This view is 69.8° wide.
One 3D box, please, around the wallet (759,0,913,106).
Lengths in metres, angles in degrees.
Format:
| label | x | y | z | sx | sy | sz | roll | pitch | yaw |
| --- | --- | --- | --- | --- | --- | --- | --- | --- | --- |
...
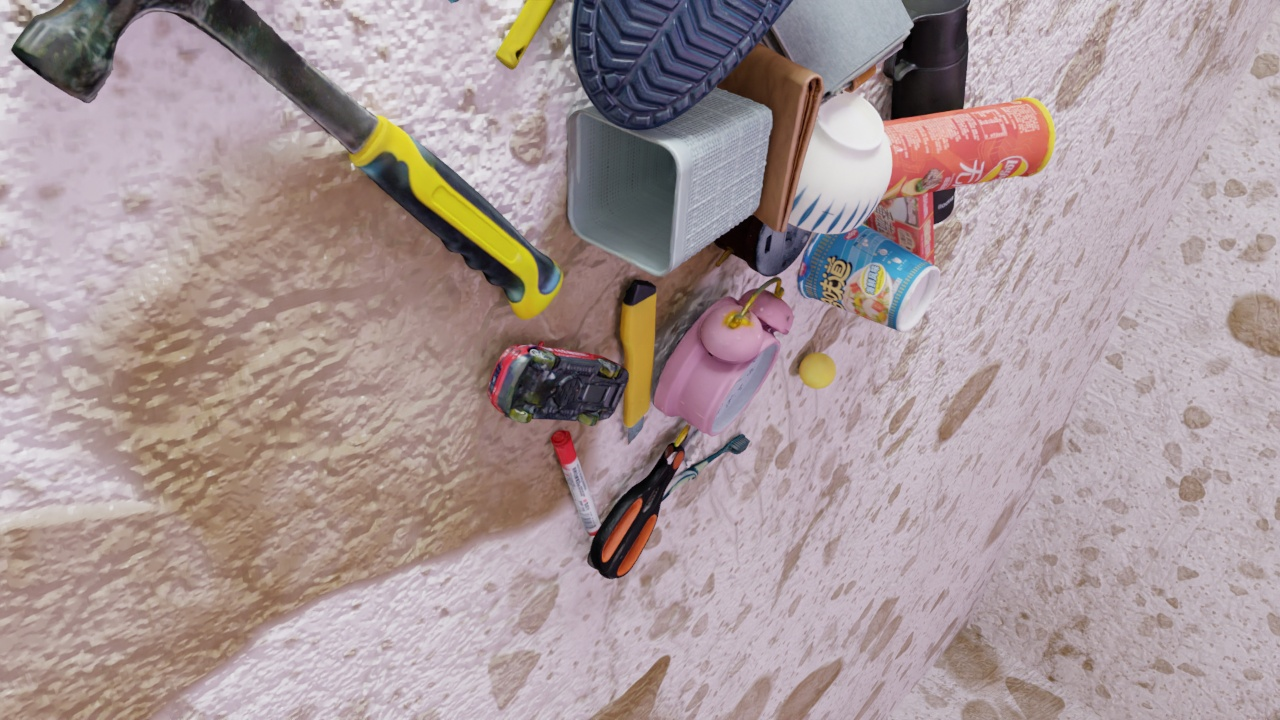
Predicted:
| label | x | y | z | sx | sy | sz | roll | pitch | yaw |
| --- | --- | --- | --- | --- | --- | --- | --- | --- | --- |
| wallet | 0.135 | -0.246 | 0.662 | 0.129 | 0.037 | 0.106 | -40 | 105 | -28 |

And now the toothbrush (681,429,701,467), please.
| label | x | y | z | sx | sy | sz | roll | pitch | yaw |
| --- | --- | --- | --- | --- | --- | --- | --- | --- | --- |
| toothbrush | 0.090 | 0.027 | 0.898 | 0.180 | 0.016 | 0.016 | -57 | 151 | -1 |

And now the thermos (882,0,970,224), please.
| label | x | y | z | sx | sy | sz | roll | pitch | yaw |
| --- | --- | --- | --- | --- | --- | --- | --- | --- | --- |
| thermos | 0.261 | -0.230 | 0.865 | 0.090 | 0.068 | 0.243 | -36 | 143 | -13 |

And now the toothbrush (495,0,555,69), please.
| label | x | y | z | sx | sy | sz | roll | pitch | yaw |
| --- | --- | --- | --- | --- | --- | --- | --- | --- | --- |
| toothbrush | -0.022 | -0.242 | 0.500 | 0.190 | 0.016 | 0.015 | -58 | 149 | 1 |

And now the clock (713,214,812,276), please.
| label | x | y | z | sx | sy | sz | roll | pitch | yaw |
| --- | --- | --- | --- | --- | --- | --- | --- | --- | --- |
| clock | 0.110 | -0.121 | 0.757 | 0.121 | 0.055 | 0.082 | -33 | 141 | -35 |

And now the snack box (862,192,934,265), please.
| label | x | y | z | sx | sy | sz | roll | pitch | yaw |
| --- | --- | --- | --- | --- | --- | --- | --- | --- | --- |
| snack box | 0.257 | -0.137 | 0.927 | 0.025 | 0.075 | 0.153 | -50 | 148 | -13 |

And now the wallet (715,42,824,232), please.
| label | x | y | z | sx | sy | sz | roll | pitch | yaw |
| --- | --- | --- | --- | --- | --- | --- | --- | --- | --- |
| wallet | 0.079 | -0.160 | 0.636 | 0.020 | 0.101 | 0.115 | -15 | 132 | -27 |

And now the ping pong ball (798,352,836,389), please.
| label | x | y | z | sx | sy | sz | roll | pitch | yaw |
| --- | --- | --- | --- | --- | --- | --- | --- | --- | --- |
| ping pong ball | 0.194 | 0.011 | 1.006 | 0.040 | 0.040 | 0.040 | -35 | 142 | -33 |

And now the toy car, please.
| label | x | y | z | sx | sy | sz | roll | pitch | yaw |
| --- | --- | --- | --- | --- | --- | --- | --- | --- | --- |
| toy car | -0.060 | 0.016 | 0.652 | 0.120 | 0.045 | 0.053 | 8 | 108 | -54 |

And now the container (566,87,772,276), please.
| label | x | y | z | sx | sy | sz | roll | pitch | yaw |
| --- | --- | --- | --- | --- | --- | --- | --- | --- | --- |
| container | 0.022 | -0.127 | 0.601 | 0.111 | 0.090 | 0.090 | -35 | 142 | -38 |

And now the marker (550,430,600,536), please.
| label | x | y | z | sx | sy | sz | roll | pitch | yaw |
| --- | --- | --- | --- | --- | --- | --- | --- | --- | --- |
| marker | -0.052 | 0.107 | 0.772 | 0.017 | 0.017 | 0.145 | -43 | 146 | -23 |

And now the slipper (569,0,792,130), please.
| label | x | y | z | sx | sy | sz | roll | pitch | yaw |
| --- | --- | --- | --- | --- | --- | --- | --- | --- | --- |
| slipper | 0.049 | -0.247 | 0.527 | 0.253 | 0.095 | 0.105 | -45 | 117 | 0 |

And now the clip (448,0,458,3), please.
| label | x | y | z | sx | sy | sz | roll | pitch | yaw |
| --- | --- | --- | --- | --- | --- | --- | --- | --- | --- |
| clip | -0.087 | -0.205 | 0.448 | 0.034 | 0.013 | 0.055 | -38 | 146 | -30 |

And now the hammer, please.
| label | x | y | z | sx | sy | sz | roll | pitch | yaw |
| --- | --- | --- | --- | --- | --- | --- | --- | --- | --- |
| hammer | -0.125 | -0.105 | 0.466 | 0.126 | 0.032 | 0.323 | -54 | 149 | -3 |

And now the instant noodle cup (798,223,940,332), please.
| label | x | y | z | sx | sy | sz | roll | pitch | yaw |
| --- | --- | --- | --- | --- | --- | --- | --- | --- | --- |
| instant noodle cup | 0.228 | -0.081 | 0.905 | 0.099 | 0.110 | 0.099 | -35 | 143 | -32 |

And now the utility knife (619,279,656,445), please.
| label | x | y | z | sx | sy | sz | roll | pitch | yaw |
| --- | --- | --- | --- | --- | --- | --- | --- | --- | --- |
| utility knife | -0.004 | 0.004 | 0.748 | 0.033 | 0.015 | 0.177 | -28 | 140 | -30 |

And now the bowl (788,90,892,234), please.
| label | x | y | z | sx | sy | sz | roll | pitch | yaw |
| --- | --- | --- | --- | --- | --- | --- | --- | --- | --- |
| bowl | 0.140 | -0.160 | 0.689 | 0.116 | 0.116 | 0.066 | -36 | 169 | -32 |

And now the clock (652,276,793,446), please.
| label | x | y | z | sx | sy | sz | roll | pitch | yaw |
| --- | --- | --- | --- | --- | --- | --- | --- | --- | --- |
| clock | 0.075 | -0.006 | 0.779 | 0.117 | 0.060 | 0.159 | -27 | 147 | -53 |

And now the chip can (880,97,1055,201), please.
| label | x | y | z | sx | sy | sz | roll | pitch | yaw |
| --- | --- | --- | --- | --- | --- | --- | --- | --- | --- |
| chip can | 0.254 | -0.182 | 0.806 | 0.216 | 0.073 | 0.073 | -13 | 132 | -17 |

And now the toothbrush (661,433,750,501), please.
| label | x | y | z | sx | sy | sz | roll | pitch | yaw |
| --- | --- | --- | --- | --- | --- | --- | --- | --- | --- |
| toothbrush | 0.049 | 0.118 | 0.922 | 0.191 | 0.018 | 0.016 | -28 | 137 | -39 |

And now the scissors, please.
| label | x | y | z | sx | sy | sz | roll | pitch | yaw |
| --- | --- | --- | --- | --- | --- | --- | --- | --- | --- |
| scissors | 0.024 | 0.107 | 0.869 | 0.234 | 0.022 | 0.140 | -46 | 147 | -32 |
